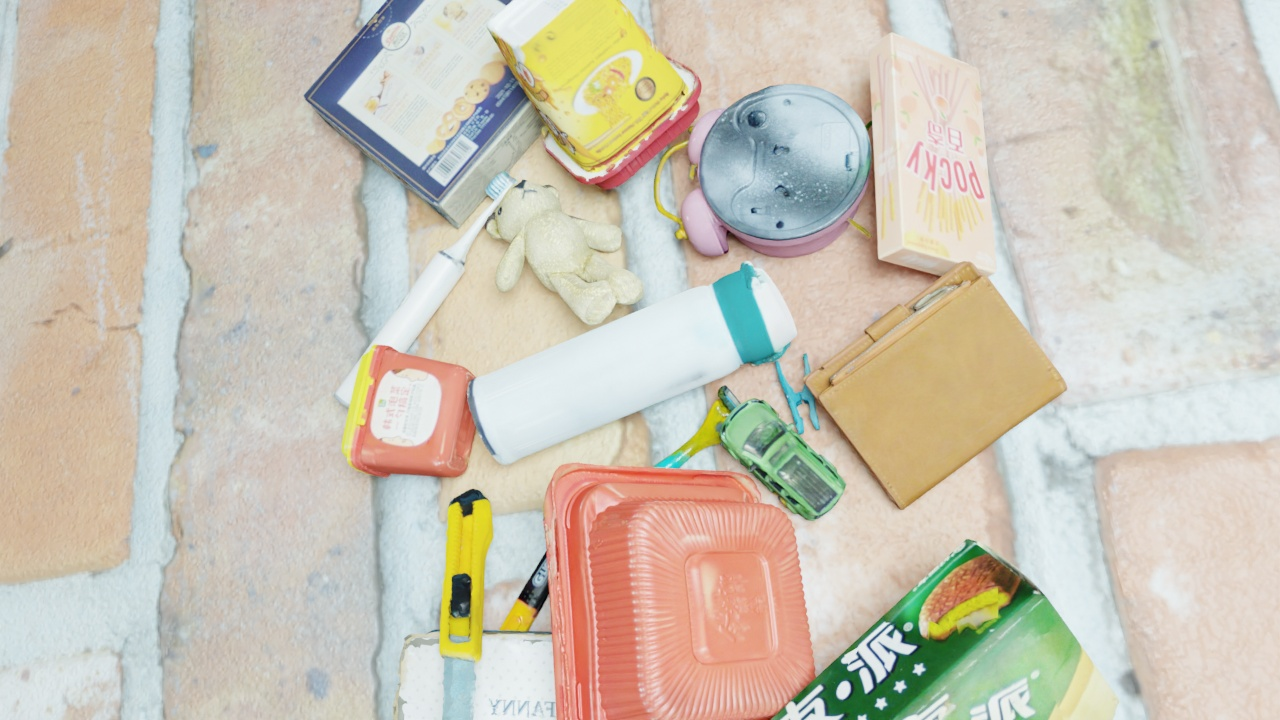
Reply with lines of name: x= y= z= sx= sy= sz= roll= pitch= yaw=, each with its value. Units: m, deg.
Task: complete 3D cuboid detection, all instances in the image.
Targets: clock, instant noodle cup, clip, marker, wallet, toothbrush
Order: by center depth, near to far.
instant noodle cup: x=0.030 y=0.149 z=0.535 sx=0.079 sy=0.164 sz=0.188 roll=-28 pitch=62 yaw=52
wallet: x=0.186 y=0.015 z=0.584 sx=0.132 sy=0.031 sz=0.108 roll=-38 pitch=91 yaw=3
clip: x=0.109 y=0.023 z=0.628 sx=0.041 sy=0.014 sz=0.056 roll=-14 pitch=70 yaw=12
marker: x=-0.072 y=0.158 z=0.637 sx=0.018 sy=0.015 sz=0.123 roll=28 pitch=84 yaw=21
clock: x=0.085 y=-0.130 z=0.655 sx=0.159 sy=0.060 sz=0.117 roll=2 pitch=76 yaw=15
instant noodle cup: x=-0.037 y=-0.209 z=0.661 sx=0.116 sy=0.123 sz=0.116 roll=-40 pitch=41 yaw=1
toothbrush: x=-0.164 y=-0.056 z=0.720 sx=0.026 sy=0.027 sz=0.221 roll=36 pitch=85 yaw=-17

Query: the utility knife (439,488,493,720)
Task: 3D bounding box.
utility knife: x=-0.111 y=0.155 z=0.583 sx=0.033 sy=0.015 sz=0.216 roll=-11 pitch=35 yaw=-2

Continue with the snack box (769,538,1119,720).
snack box: x=0.136 y=0.220 z=0.501 sx=0.240 sy=0.114 sz=0.063 roll=-42 pitch=27 yaw=-1

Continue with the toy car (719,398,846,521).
toy car: x=0.093 y=0.065 z=0.600 sx=0.091 sy=0.036 sz=0.043 roll=42 pitch=90 yaw=5

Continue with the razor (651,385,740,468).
razor: x=0.021 y=0.074 z=0.629 sx=0.132 sy=0.028 sz=0.043 roll=-40 pitch=97 yaw=-2

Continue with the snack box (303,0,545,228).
snack box: x=-0.159 y=-0.231 z=0.760 sx=0.182 sy=0.046 sz=0.178 roll=39 pitch=87 yaw=22

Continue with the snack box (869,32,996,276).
snack box: x=0.195 y=-0.135 z=0.616 sx=0.084 sy=0.026 sz=0.157 roll=10 pitch=72 yaw=-27

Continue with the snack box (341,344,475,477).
snack box: x=-0.163 y=0.041 z=0.665 sx=0.080 sy=0.082 sz=0.091 roll=7 pitch=77 yaw=7

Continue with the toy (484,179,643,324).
toy: x=-0.056 y=-0.079 z=0.666 sx=0.105 sy=0.066 sz=0.157 roll=-31 pitch=49 yaw=-16

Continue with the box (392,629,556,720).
box: x=-0.076 y=0.217 z=0.586 sx=0.184 sy=0.060 sz=0.089 roll=1 pitch=76 yaw=10

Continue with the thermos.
thermos: x=-0.004 y=0.004 z=0.636 sx=0.224 sy=0.073 sz=0.073 roll=-22 pitch=69 yaw=9
